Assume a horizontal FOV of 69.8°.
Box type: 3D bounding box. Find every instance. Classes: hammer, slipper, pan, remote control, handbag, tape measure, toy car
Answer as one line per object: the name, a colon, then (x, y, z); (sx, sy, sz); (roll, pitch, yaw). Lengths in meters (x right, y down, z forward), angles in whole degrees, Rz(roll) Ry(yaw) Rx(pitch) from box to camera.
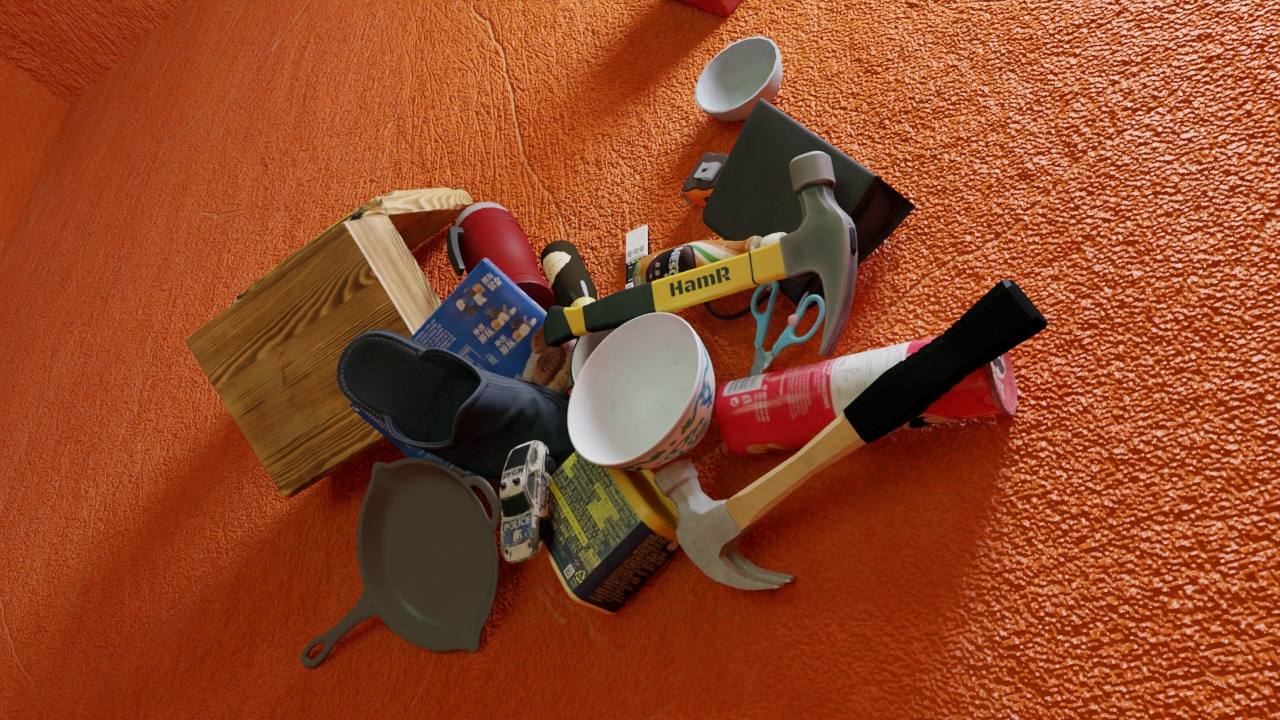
hammer: (0.153, 0.058, 0.693); (0.329, 0.039, 0.131); (-42, 70, 27)
hammer: (0.042, -0.060, 0.838); (0.325, 0.034, 0.169); (-14, 78, 30)
slipper: (-0.171, 0.054, 0.884); (0.083, 0.265, 0.109); (-114, 49, -83)
pan: (-0.253, 0.231, 0.954); (0.355, 0.024, 0.216); (-42, 72, 26)
remote control: (-0.002, -0.096, 1.009); (0.028, 0.012, 0.124); (-20, 52, 28)
handbag: (0.128, -0.122, 0.890); (0.196, 0.072, 0.175); (-54, 46, 16)
tape measure: (0.079, -0.195, 0.990); (0.059, 0.038, 0.058); (28, 82, 46)
toy car: (-0.106, 0.126, 0.826); (0.049, 0.040, 0.112); (-23, 54, 33)

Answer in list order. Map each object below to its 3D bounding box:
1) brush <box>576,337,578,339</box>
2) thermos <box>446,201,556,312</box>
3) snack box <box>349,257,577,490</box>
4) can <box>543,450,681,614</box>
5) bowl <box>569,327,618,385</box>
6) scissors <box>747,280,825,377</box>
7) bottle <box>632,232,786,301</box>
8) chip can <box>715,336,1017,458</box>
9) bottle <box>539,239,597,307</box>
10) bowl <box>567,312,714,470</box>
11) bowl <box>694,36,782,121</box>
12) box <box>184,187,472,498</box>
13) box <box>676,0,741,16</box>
brush: (-0.117, -0.033, 1.060); (0.039, 0.012, 0.151); (-54, 43, -3)
thermos: (-0.174, -0.113, 1.083); (0.084, 0.108, 0.198); (-63, 34, 25)
snack box: (-0.174, 0.018, 0.961); (0.203, 0.155, 0.069); (-48, 9, 1)
can: (-0.033, 0.145, 0.832); (0.104, 0.075, 0.135); (-47, 44, 8)
bowl: (-0.005, 0.005, 0.906); (0.116, 0.059, 0.115); (-14, 58, 23)
scissors: (0.107, -0.016, 0.844); (0.142, 0.015, 0.095); (-52, 48, 16)
bottle: (0.070, -0.088, 0.877); (0.167, 0.059, 0.059); (-11, 56, 41)
chip can: (0.174, 0.029, 0.743); (0.234, 0.073, 0.073); (-14, 55, 33)
bottle: (-0.066, -0.065, 1.016); (0.045, 0.045, 0.184); (-39, 45, 12)
bowl: (0.014, 0.039, 0.798); (0.144, 0.074, 0.143); (-25, 47, 30)
bowl: (0.117, -0.310, 1.035); (0.106, 0.039, 0.106); (-20, 52, 28)
box: (-0.344, -0.055, 1.184); (0.280, 0.286, 0.335); (-29, 6, 22)
box: (0.089, -0.524, 1.170); (0.129, 0.097, 0.157); (-46, 40, -2)
